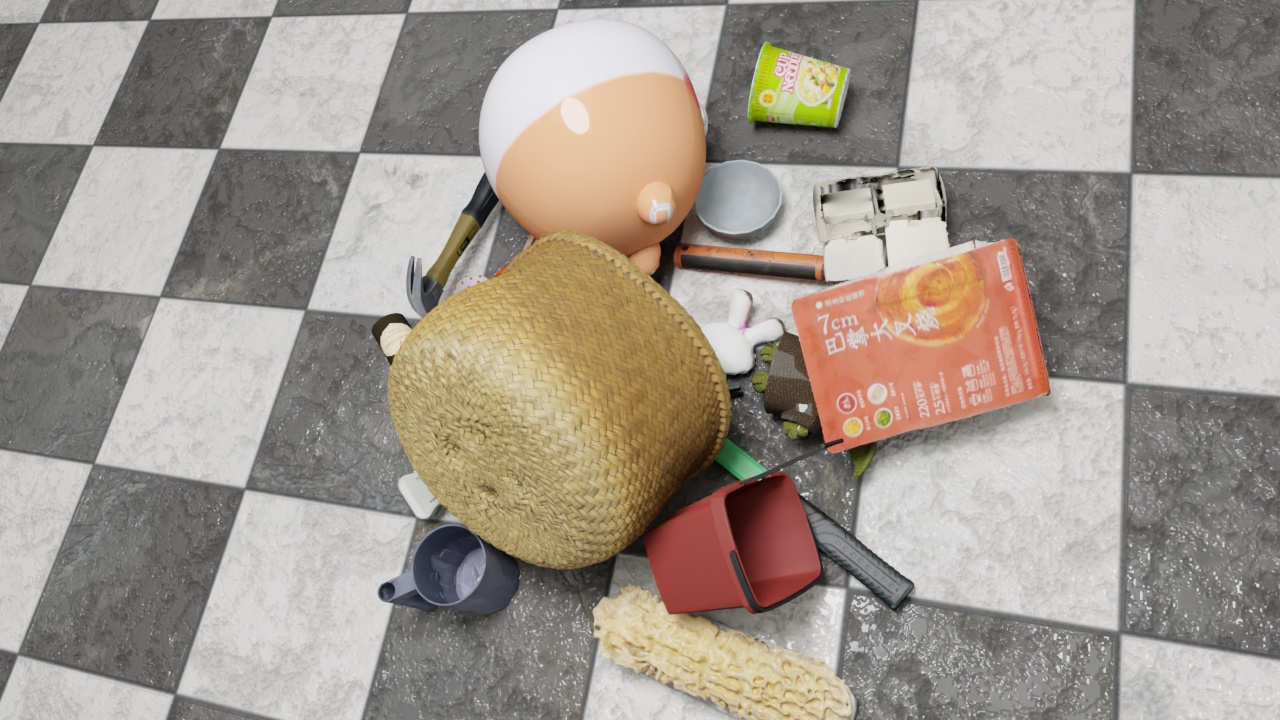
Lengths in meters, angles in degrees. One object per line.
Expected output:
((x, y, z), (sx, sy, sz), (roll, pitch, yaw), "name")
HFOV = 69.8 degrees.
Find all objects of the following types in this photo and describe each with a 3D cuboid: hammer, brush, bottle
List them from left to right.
((-0.270, 0.024, 1.130), (0.045, 0.045, 0.184), (-35, 71, 0), "bottle")
((-0.204, -0.200, 1.174), (0.025, 0.118, 0.332), (19, 70, 19), "hammer")
((0.080, 0.302, 0.911), (0.271, 0.057, 0.083), (19, 74, 21), "brush")
((0.149, 0.144, 0.971), (0.319, 0.032, 0.130), (39, 82, 25), "hammer")
((0.183, -0.098, 1.041), (0.315, 0.035, 0.137), (8, 47, 23), "hammer")

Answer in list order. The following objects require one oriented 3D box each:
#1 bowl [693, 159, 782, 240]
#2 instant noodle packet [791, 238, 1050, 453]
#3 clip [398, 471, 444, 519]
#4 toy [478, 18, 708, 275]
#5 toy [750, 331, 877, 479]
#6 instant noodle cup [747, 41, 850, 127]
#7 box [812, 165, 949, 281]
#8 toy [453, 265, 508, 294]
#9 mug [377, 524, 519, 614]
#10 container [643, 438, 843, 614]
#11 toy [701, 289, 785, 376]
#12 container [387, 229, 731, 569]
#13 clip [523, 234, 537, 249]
((0.117, -0.187, 1.104), (0.106, 0.039, 0.106), (-4, 64, 8), "bowl")
((0.269, -0.013, 0.904), (0.221, 0.084, 0.164), (-18, 101, -7), "instant noodle packet")
((-0.211, 0.119, 1.046), (0.152, 0.096, 0.126), (-34, 75, -4), "clip")
((-0.043, -0.242, 1.056), (0.265, 0.263, 0.280), (-23, 72, -16), "toy")
((0.199, 0.024, 0.978), (0.153, 0.078, 0.179), (13, 70, 19), "toy")
((0.194, -0.329, 1.118), (0.108, 0.099, 0.098), (14, 73, 12), "instant noodle cup")
((0.266, -0.146, 1.016), (0.144, 0.050, 0.183), (-6, 39, 15), "box")
((-0.123, -0.040, 1.085), (0.172, 0.093, 0.164), (-18, 96, 4), "toy")
((-0.204, 0.237, 0.991), (0.124, 0.104, 0.083), (-26, 64, 5), "mug")
((0.119, 0.166, 0.872), (0.201, 0.147, 0.127), (-25, 79, 35), "container")
((0.102, -0.020, 1.046), (0.122, 0.038, 0.079), (-43, 76, -4), "toy")
((-0.090, 0.055, 0.903), (0.307, 0.308, 0.196), (23, 44, 22), "container")
((-0.129, -0.154, 1.164), (0.024, 0.041, 0.060), (36, 76, 26), "clip")
